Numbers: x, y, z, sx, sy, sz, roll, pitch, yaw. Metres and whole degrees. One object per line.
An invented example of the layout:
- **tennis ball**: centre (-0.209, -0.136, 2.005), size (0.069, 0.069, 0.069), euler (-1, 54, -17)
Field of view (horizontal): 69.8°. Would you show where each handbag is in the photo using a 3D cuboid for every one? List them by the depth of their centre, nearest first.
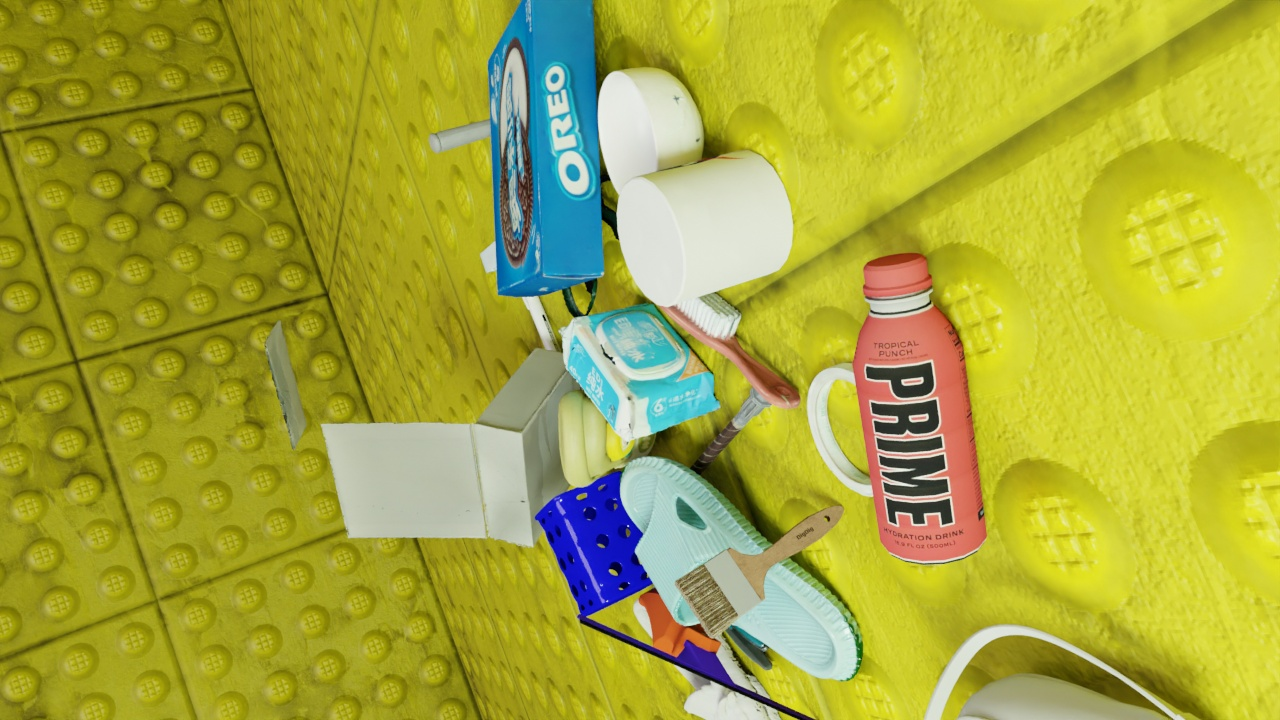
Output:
- **handbag**: centre (0.260, 0.254, 0.456), size (0.223, 0.095, 0.216), euler (-2, 108, 59)

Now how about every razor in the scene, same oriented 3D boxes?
- **razor**: centre (-0.161, -0.237, 0.942), size (0.047, 0.116, 0.088), euler (55, 152, 22)

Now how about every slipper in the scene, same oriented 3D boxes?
- **slipper**: centre (0.065, 0.178, 0.778), size (0.276, 0.069, 0.116), euler (35, 135, 34)
- **slipper**: centre (-0.023, 0.073, 0.894), size (0.190, 0.082, 0.091), euler (-2, -88, -77)
- **slipper**: centre (0.074, 0.330, 0.932), size (0.246, 0.074, 0.112), euler (53, 166, 30)

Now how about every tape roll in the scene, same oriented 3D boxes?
- **tape roll**: centre (0.148, 0.047, 0.627), size (0.093, 0.013, 0.093), euler (46, 146, 43)

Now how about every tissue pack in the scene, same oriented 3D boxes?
- **tissue pack**: centre (-0.005, 0.005, 0.821), size (0.144, 0.092, 0.062), euler (50, 146, 38)

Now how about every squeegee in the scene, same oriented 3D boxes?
- **squeegee**: centre (0.035, 0.250, 0.861), size (0.055, 0.249, 0.185), euler (-63, 17, -6)

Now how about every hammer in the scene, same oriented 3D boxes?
- **hammer**: centre (0.053, 0.097, 0.835), size (0.098, 0.044, 0.323), euler (62, 152, 19)

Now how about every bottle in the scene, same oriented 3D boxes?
- **bottle**: centre (0.159, 0.027, 0.531), size (0.062, 0.062, 0.177), euler (16, 122, 61)

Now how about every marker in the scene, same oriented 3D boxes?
- **marker**: centre (-0.116, -0.034, 1.112), size (0.017, 0.020, 0.133), euler (-35, 75, 55)

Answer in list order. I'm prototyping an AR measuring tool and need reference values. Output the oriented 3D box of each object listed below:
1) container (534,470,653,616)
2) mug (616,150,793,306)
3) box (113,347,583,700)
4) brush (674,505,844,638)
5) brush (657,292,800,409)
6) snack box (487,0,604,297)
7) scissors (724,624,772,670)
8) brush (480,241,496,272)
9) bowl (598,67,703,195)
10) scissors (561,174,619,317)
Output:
- **container**: centre (-0.040, 0.186, 0.922), size (0.113, 0.084, 0.085), euler (63, 151, 14)
- **mug**: centre (0.040, -0.087, 0.661), size (0.091, 0.090, 0.121), euler (63, 155, 17)
- **box**: centre (-0.259, 0.150, 0.964), size (0.148, 0.505, 0.167), euler (38, 140, 44)
- **brush**: centre (0.092, 0.139, 0.654), size (0.045, 0.142, 0.008), euler (54, 153, 15)
- **brush**: centre (0.069, -0.020, 0.719), size (0.172, 0.040, 0.030), euler (46, 128, 42)
- **snack box**: centre (-0.090, -0.182, 0.822), size (0.196, 0.056, 0.239), euler (178, 89, -70)
- **scissors**: centre (0.082, 0.242, 0.897), size (0.129, 0.019, 0.139), euler (62, 158, 7)
- **brush**: centre (-0.120, -0.126, 0.988), size (0.136, 0.075, 0.055), euler (-14, 95, 66)
- **bowl**: centre (0.012, -0.172, 0.701), size (0.105, 0.054, 0.105), euler (165, 90, -70)
- **scissors**: centre (-0.047, -0.154, 0.863), size (0.155, 0.015, 0.209), euler (-43, 52, 43)
